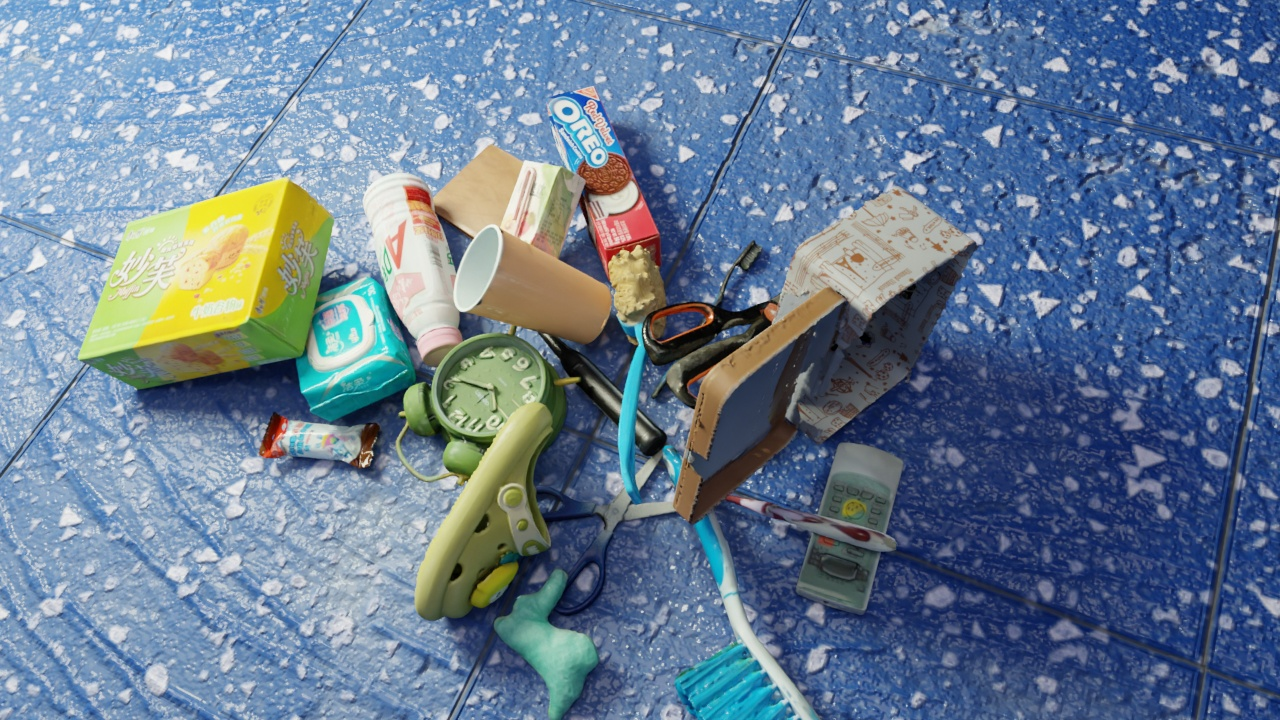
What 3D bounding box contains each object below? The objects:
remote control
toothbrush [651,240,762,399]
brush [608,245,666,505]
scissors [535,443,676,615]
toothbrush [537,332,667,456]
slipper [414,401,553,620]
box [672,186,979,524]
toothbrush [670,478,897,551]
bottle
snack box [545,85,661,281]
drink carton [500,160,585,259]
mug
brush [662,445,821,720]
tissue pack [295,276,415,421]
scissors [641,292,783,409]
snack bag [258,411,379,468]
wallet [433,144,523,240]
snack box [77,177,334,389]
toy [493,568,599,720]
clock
[{"bbox_3d":[0.169,0.131,0.736,0.056,0.019,0.134,16,65,15],"label":"remote control"},{"bbox_3d":[0.062,-0.039,0.844,0.016,0.014,0.189,35,70,-3],"label":"toothbrush"},{"bbox_3d":[-0.005,0.005,0.777,0.046,0.083,0.254,-8,53,14],"label":"brush"},{"bbox_3d":[-0.035,0.134,0.764,0.174,0.012,0.162,10,62,11],"label":"scissors"},{"bbox_3d":[-0.054,0.008,0.824,0.212,0.027,0.026,43,104,28],"label":"toothbrush"},{"bbox_3d":[-0.107,0.126,0.718,0.081,0.091,0.190,28,88,5],"label":"slipper"},{"bbox_3d":[0.125,0.001,0.692,0.259,0.177,0.082,-34,62,-28],"label":"box"},{"bbox_3d":[0.110,0.119,0.732,0.188,0.017,0.016,14,65,21],"label":"toothbrush"},{"bbox_3d":[-0.211,-0.085,0.874,0.068,0.068,0.196,-20,65,-4],"label":"bottle"},{"bbox_3d":[-0.038,-0.178,0.905,0.057,0.058,0.207,-18,61,-6],"label":"snack box"},{"bbox_3d":[-0.101,-0.123,0.859,0.053,0.045,0.122,20,91,39],"label":"drink carton"},{"bbox_3d":[-0.091,-0.060,0.804,0.122,0.078,0.078,20,56,-33],"label":"mug"},{"bbox_3d":[0.067,0.211,0.679,0.109,0.061,0.314,-30,68,-16],"label":"brush"},{"bbox_3d":[-0.264,-0.011,0.836,0.093,0.050,0.133,-25,51,-6],"label":"tissue pack"},{"bbox_3d":[0.095,-0.047,0.798,0.148,0.022,0.234,38,59,-1],"label":"scissors"},{"bbox_3d":[-0.286,0.072,0.819,0.105,0.026,0.045,5,55,6],"label":"snack bag"},{"bbox_3d":[-0.145,-0.164,0.933,0.115,0.020,0.101,35,72,25],"label":"wallet"},{"bbox_3d":[-0.400,-0.069,0.853,0.210,0.070,0.157,-9,60,21],"label":"snack box"},{"bbox_3d":[-0.071,0.214,0.711,0.092,0.030,0.096,32,88,23],"label":"toy"},{"bbox_3d":[-0.139,0.043,0.800,0.161,0.056,0.116,-41,64,-15],"label":"clock"}]
